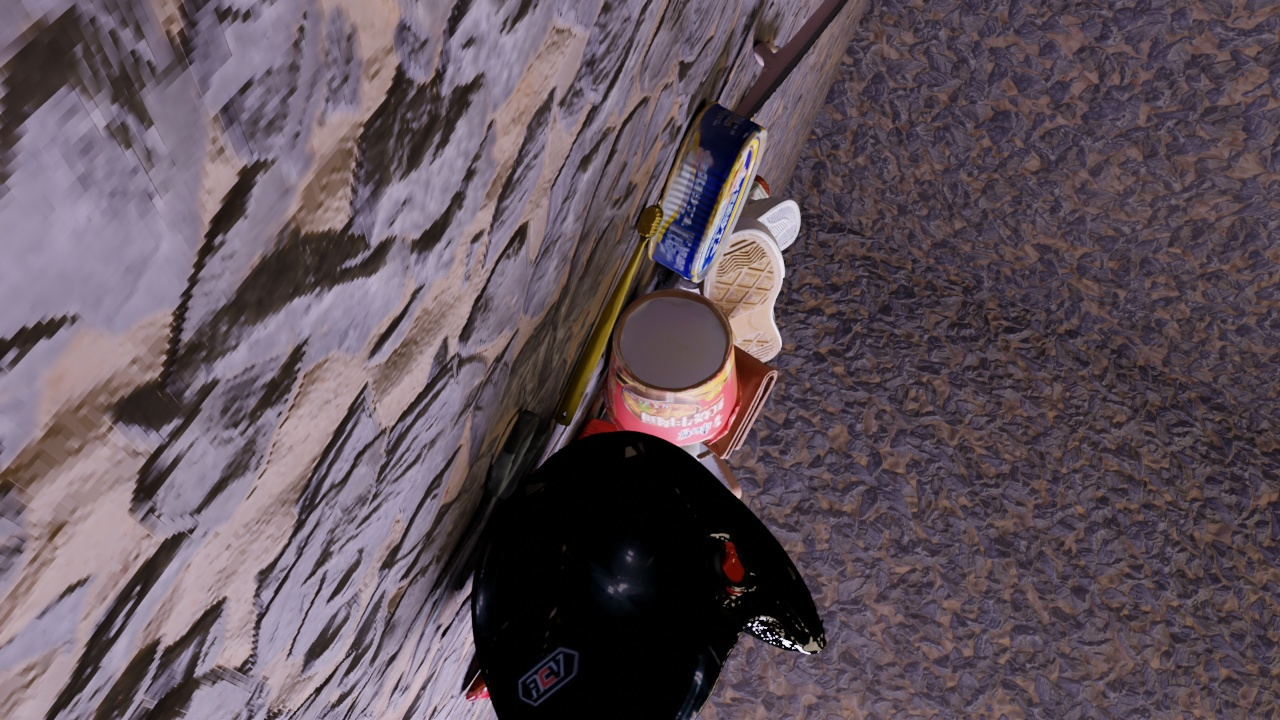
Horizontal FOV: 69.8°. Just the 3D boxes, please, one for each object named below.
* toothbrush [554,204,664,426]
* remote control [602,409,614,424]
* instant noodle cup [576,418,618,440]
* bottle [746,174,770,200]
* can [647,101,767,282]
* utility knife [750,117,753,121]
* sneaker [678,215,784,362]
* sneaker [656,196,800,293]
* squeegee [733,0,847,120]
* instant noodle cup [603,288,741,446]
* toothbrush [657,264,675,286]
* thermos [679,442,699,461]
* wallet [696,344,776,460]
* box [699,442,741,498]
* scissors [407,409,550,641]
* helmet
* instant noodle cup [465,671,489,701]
[{"bbox_3d":[-0.026,-0.033,0.714,0.190,0.016,0.016,-65,170,14],"label":"toothbrush"},{"bbox_3d":[-0.007,0.012,1.063,0.135,0.020,0.056,-63,-175,-21],"label":"remote control"},{"bbox_3d":[-0.049,0.142,0.972,0.164,0.079,0.189,-61,173,-32],"label":"instant noodle cup"},{"bbox_3d":[0.105,-0.156,1.175,0.205,0.060,0.060,-61,174,-29],"label":"bottle"},{"bbox_3d":[0.054,-0.136,0.759,0.074,0.049,0.148,-42,158,-50],"label":"can"},{"bbox_3d":[0.093,-0.216,0.997,0.033,0.015,0.165,-90,-162,-50],"label":"utility knife"},{"bbox_3d":[0.103,-0.084,0.975,0.241,0.118,0.087,67,4,-59],"label":"sneaker"},{"bbox_3d":[0.081,-0.123,1.071,0.241,0.091,0.089,-40,130,-30],"label":"sneaker"},{"bbox_3d":[0.125,-0.286,0.875,0.248,0.040,0.249,-50,-175,20],"label":"squeegee"},{"bbox_3d":[0.030,0.003,0.867,0.109,0.138,0.137,86,29,-62],"label":"instant noodle cup"},{"bbox_3d":[0.059,-0.165,0.959,0.014,0.017,0.189,178,-65,-84],"label":"toothbrush"},{"bbox_3d":[0.036,0.070,1.082,0.073,0.073,0.223,108,-13,-55],"label":"thermos"},{"bbox_3d":[0.067,0.032,0.960,0.035,0.131,0.119,18,103,-52],"label":"wallet"},{"bbox_3d":[0.035,0.180,1.285,0.153,0.181,0.183,-60,-178,-41],"label":"box"},{"bbox_3d":[-0.106,0.104,0.622,0.159,0.014,0.176,-52,169,-55],"label":"scissors"},{"bbox_3d":[-0.017,0.182,0.687,0.234,0.230,0.274,-39,-177,22],"label":"helmet"},{"bbox_3d":[-0.109,0.331,1.047,0.194,0.066,0.194,-46,-179,1],"label":"instant noodle cup"}]
